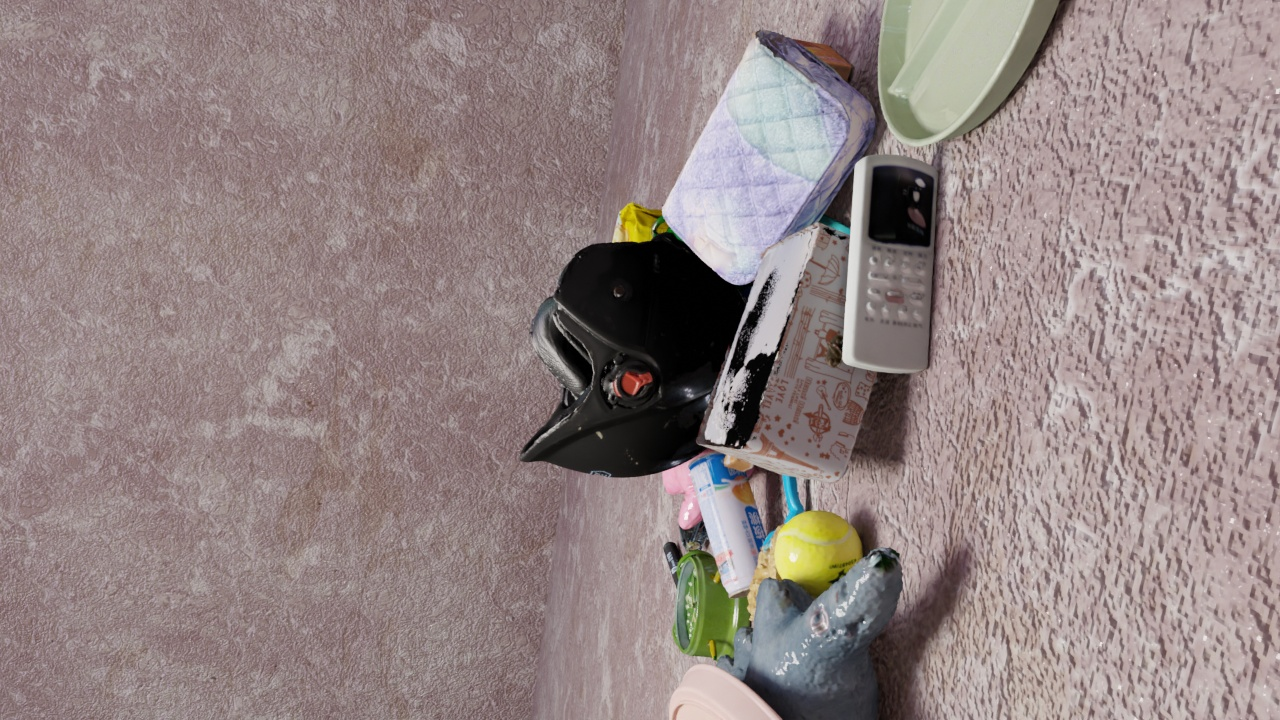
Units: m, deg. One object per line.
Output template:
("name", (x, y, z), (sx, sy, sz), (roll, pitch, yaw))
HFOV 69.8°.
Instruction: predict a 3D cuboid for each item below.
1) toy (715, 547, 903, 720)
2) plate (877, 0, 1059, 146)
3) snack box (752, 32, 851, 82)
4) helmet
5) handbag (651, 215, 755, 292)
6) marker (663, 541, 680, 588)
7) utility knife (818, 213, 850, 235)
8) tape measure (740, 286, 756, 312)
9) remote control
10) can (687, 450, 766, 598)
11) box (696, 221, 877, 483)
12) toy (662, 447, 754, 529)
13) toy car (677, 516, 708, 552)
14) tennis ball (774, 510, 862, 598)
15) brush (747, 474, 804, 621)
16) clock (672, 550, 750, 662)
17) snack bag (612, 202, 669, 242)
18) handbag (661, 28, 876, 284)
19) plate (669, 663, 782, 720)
("toy", (0.112, 0.239, 0.667), (0.357, 0.091, 0.137), (109, 162, -56))
("plate", (0.215, -0.254, 0.599), (0.230, 0.027, 0.230), (-175, 91, -81))
("snack box", (0.142, -0.252, 0.877), (0.094, 0.077, 0.093), (-98, 17, -59))
("helmet", (-0.005, 0.005, 0.924), (0.274, 0.230, 0.234), (-63, 6, -12))
("handbag", (0.077, -0.132, 1.054), (0.131, 0.120, 0.068), (-102, 15, -57))
("marker", (0.051, 0.282, 1.221), (0.132, 0.020, 0.022), (-114, 3, -70))
("utility knife", (0.169, -0.116, 0.815), (0.193, 0.013, 0.029), (-114, 34, -68))
("tape measure", (0.123, -0.054, 1.007), (0.058, 0.025, 0.054), (117, 160, -54))
("remote control", (0.172, -0.067, 0.629), (0.021, 0.058, 0.150), (157, 118, -76))
("can", (0.089, 0.156, 0.881), (0.053, 0.053, 0.134), (115, 143, -62))
("box", (0.111, 0.004, 0.760), (0.262, 0.088, 0.178), (164, 126, -79))
("toy", (0.072, 0.093, 1.030), (0.179, 0.074, 0.194), (-49, 26, 40))
("toy car", (0.071, 0.190, 1.111), (0.049, 0.031, 0.106), (-108, 25, -43))
("tennis ball", (0.133, 0.145, 0.688), (0.065, 0.065, 0.065), (-174, 91, -81))
("brush", (0.130, 0.114, 0.810), (0.083, 0.046, 0.254), (116, 163, -66))
("clock", (0.072, 0.265, 0.995), (0.161, 0.056, 0.116), (140, 137, -76))
("snack bag", (0.035, -0.079, 1.178), (0.068, 0.157, 0.247), (-134, 49, -56))
("handbag", (0.108, -0.171, 0.809), (0.134, 0.075, 0.194), (47, 127, 20))
("plate", (0.086, 0.316, 0.620), (0.229, 0.028, 0.230), (46, 149, 39))
